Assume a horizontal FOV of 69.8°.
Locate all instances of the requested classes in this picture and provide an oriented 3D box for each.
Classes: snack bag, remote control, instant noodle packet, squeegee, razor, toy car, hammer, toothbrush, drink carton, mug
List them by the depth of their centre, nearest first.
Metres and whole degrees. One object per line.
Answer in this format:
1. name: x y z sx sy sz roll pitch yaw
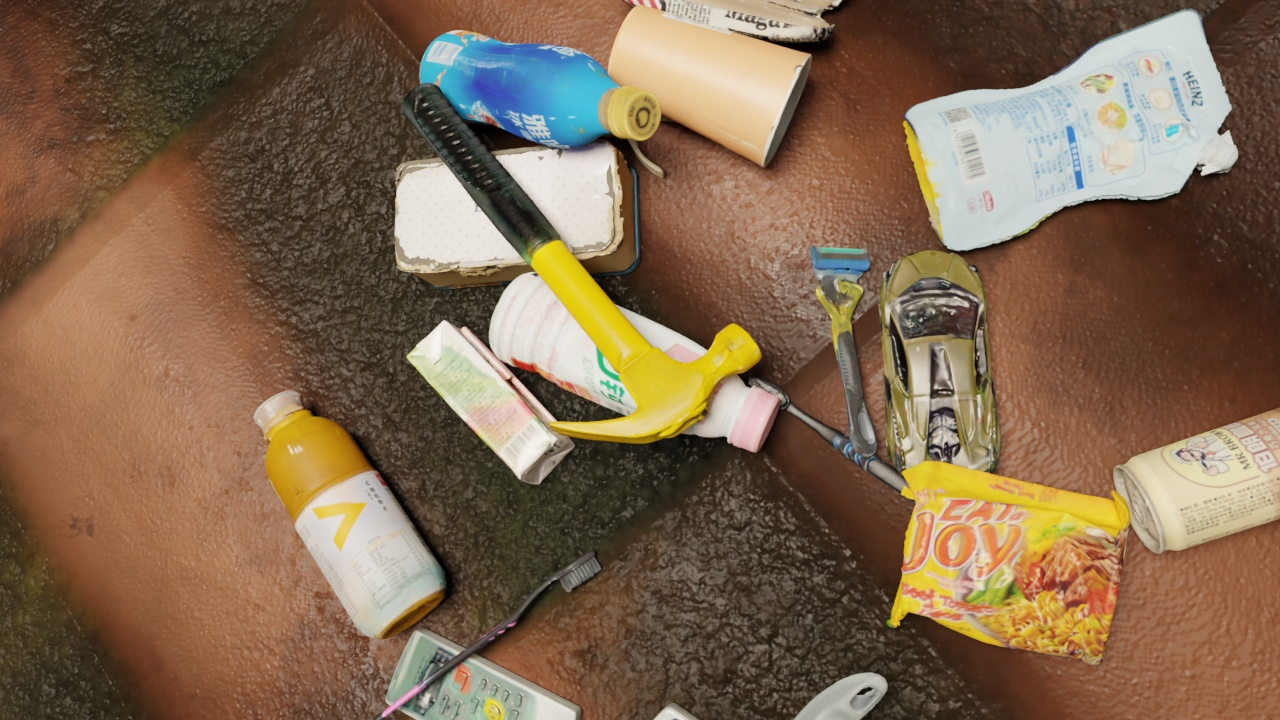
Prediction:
1. instant noodle packet: 0.215 0.121 0.546 0.128 0.044 0.111 8 107 16
2. squeegee: 0.057 0.269 0.552 0.246 0.039 0.247 42 97 -1
3. remote control: 0.064 0.283 0.583 0.150 0.021 0.058 29 89 15
4. toy car: 0.189 0.004 0.587 0.070 0.042 0.158 -5 78 12
5. snack bag: 0.276 -0.145 0.589 0.191 0.039 0.110 -16 73 9
6. hammer: -0.063 -0.070 0.594 0.128 0.033 0.300 -38 73 -3
7. toothbrush: 0.147 0.065 0.599 0.189 0.016 0.014 36 88 15
8. razor: 0.138 -0.006 0.607 0.042 0.022 0.142 -2 76 -16
9. mug: 0.044 -0.191 0.620 0.123 0.078 0.078 25 88 7
10. toothbrush: -0.105 0.192 0.626 0.189 0.014 0.018 -37 84 -5
11. remote control: -0.108 0.238 0.632 0.135 0.019 0.056 22 87 16
12. drink carton: -0.104 0.028 0.645 0.045 0.053 0.122 -45 74 -1

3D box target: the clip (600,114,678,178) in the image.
1. clip: -0.015 -0.174 0.667 0.100 0.034 0.072 28 88 7

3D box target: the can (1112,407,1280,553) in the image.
1. can: 0.344 0.067 0.529 0.116 0.058 0.058 -21 77 9

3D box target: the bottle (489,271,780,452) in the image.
1. bottle: -0.004 0.004 0.617 0.197 0.068 0.068 23 87 15

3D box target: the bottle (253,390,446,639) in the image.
1. bottle: -0.211 0.104 0.651 0.068 0.068 0.189 -40 75 5

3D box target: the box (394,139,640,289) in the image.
1. box: -0.082 -0.103 0.657 0.184 0.062 0.089 -1 82 11

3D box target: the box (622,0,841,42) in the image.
1. box: 0.061 -0.266 0.637 0.162 0.076 0.086 18 53 12

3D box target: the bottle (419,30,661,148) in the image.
1. bottle: -0.069 -0.181 0.618 0.219 0.065 0.065 26 88 42
